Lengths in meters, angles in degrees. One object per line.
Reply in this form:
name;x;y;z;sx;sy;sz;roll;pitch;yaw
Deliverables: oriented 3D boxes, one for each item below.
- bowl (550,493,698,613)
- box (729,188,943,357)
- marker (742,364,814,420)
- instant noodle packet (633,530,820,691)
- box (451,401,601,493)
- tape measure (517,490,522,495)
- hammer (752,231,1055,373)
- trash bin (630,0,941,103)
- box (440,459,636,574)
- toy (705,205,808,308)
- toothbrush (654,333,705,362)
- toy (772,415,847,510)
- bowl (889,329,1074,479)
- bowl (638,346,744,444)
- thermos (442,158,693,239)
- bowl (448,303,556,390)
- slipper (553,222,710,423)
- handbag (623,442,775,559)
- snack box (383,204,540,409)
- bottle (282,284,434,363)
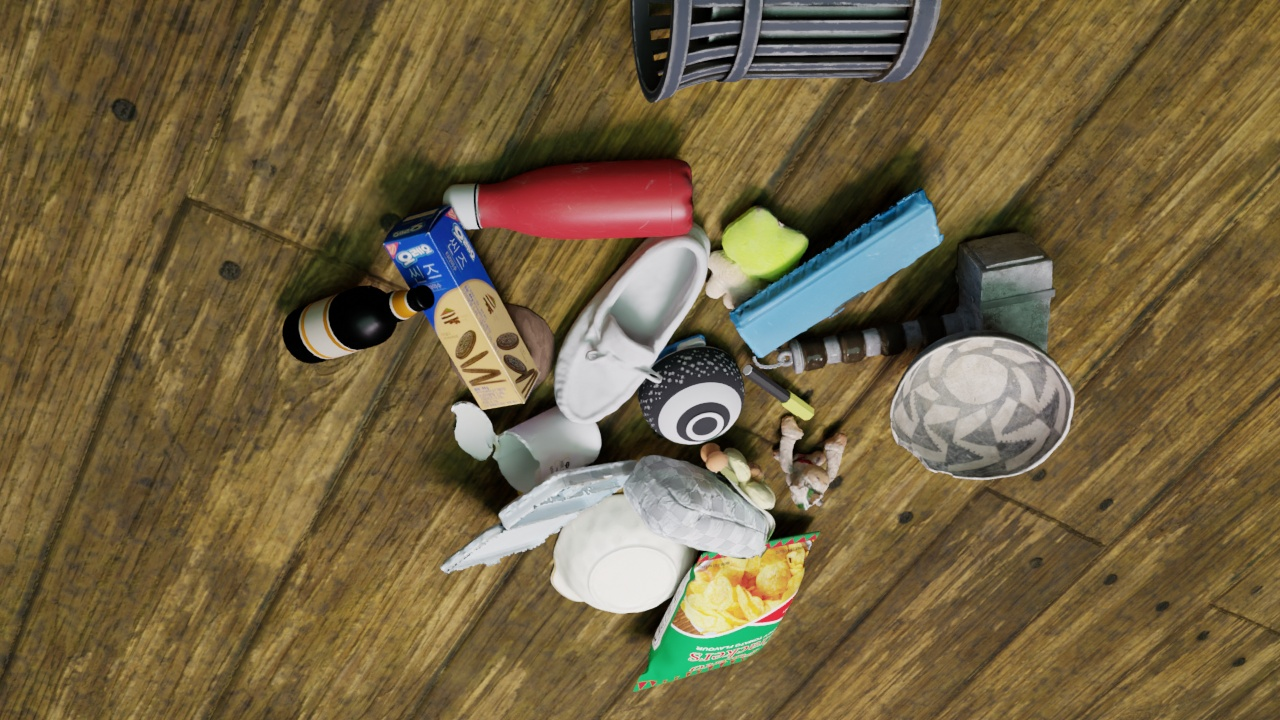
bowl;-0.013;0.257;1.154;0.219;0.060;0.188;-34;121;11
box;0.200;-0.094;0.960;0.232;0.052;0.093;-33;149;11
marker;0.157;0.037;1.055;0.021;0.017;0.123;-14;145;41
instant noodle packet;0.111;0.324;1.182;0.195;0.090;0.253;-2;127;-35
box;-0.128;0.080;1.031;0.106;0.150;0.080;-26;138;-44
tape measure;-0.114;0.142;1.079;0.066;0.037;0.064;-39;120;14
hammer;0.288;-0.025;1.025;0.326;0.079;0.177;-11;123;4
trash bin;0.119;-0.305;0.773;0.227;0.164;0.164;-4;122;-11
box;-0.107;0.173;1.030;0.189;0.037;0.208;-35;165;22
toy;0.116;-0.104;0.961;0.092;0.046;0.115;27;120;-22
toothbrush;-0.006;0.006;1.011;0.166;0.014;0.016;-20;131;-5
toy;0.194;0.128;1.086;0.085;0.105;0.074;25;135;-14
bowl;0.356;0.035;0.971;0.178;0.081;0.179;6;124;9
bowl;0.063;0.051;1.020;0.120;0.066;0.120;-9;134;-10
thermos;-0.070;-0.153;0.884;0.240;0.073;0.073;-2;122;1
bowl;-0.148;-0.003;0.989;0.118;0.030;0.118;-4;122;-7
slipper;-0.008;-0.033;0.954;0.112;0.074;0.247;36;108;1
handbag;0.074;0.153;1.047;0.171;0.112;0.123;20;111;-40
snack box;-0.170;-0.047;0.897;0.056;0.057;0.207;-9;124;25
bottle;-0.267;-0.041;0.882;0.182;0.059;0.059;-13;128;34
